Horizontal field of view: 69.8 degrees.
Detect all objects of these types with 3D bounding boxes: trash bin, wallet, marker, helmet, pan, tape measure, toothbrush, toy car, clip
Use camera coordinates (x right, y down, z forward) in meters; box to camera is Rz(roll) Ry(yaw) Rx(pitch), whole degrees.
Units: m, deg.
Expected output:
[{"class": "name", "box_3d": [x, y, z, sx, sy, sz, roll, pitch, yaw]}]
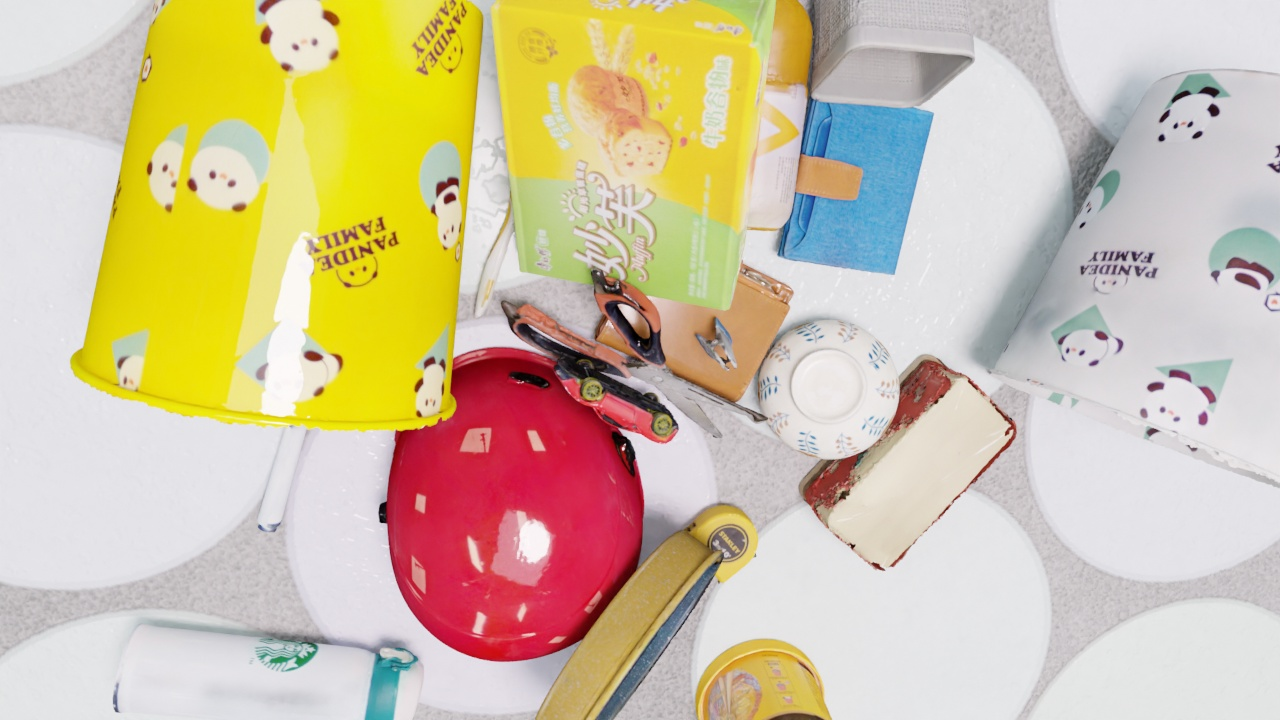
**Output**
[{"class": "trash bin", "box_3d": [-0.209, -0.107, 0.574, 0.229, 0.229, 0.255, 10, 98, -12]}, {"class": "wallet", "box_3d": [0.044, -0.037, 0.726, 0.131, 0.031, 0.108, 23, 102, -16]}, {"class": "marker", "box_3d": [-0.272, 0.074, 0.712, 0.022, 0.018, 0.131, 15, 102, -22]}, {"class": "helmet", "box_3d": [-0.097, 0.120, 0.691, 0.207, 0.144, 0.240, -14, 106, -3]}, {"class": "trash bin", "box_3d": [0.423, -0.060, 0.688, 0.229, 0.229, 0.252, 22, 96, -14]}, {"class": "pan", "box_3d": [-0.021, 0.290, 0.747, 0.078, 0.197, 0.358, 35, 124, 15]}, {"class": "wallet", "box_3d": [0.167, -0.138, 0.716, 0.106, 0.040, 0.133, 7, 102, -15]}, {"class": "tape measure", "box_3d": [0.070, 0.152, 0.783, 0.057, 0.029, 0.060, -40, 107, 4]}, {"class": "toothbrush", "box_3d": [-0.097, -0.121, 0.688, 0.018, 0.016, 0.191, 20, 101, -3]}, {"class": "toy car", "box_3d": [-0.020, 0.030, 0.692, 0.106, 0.049, 0.031, 29, 100, -20]}, {"class": "clip", "box_3d": [0.060, -0.008, 0.692, 0.045, 0.058, 0.027, -33, 115, 5]}]

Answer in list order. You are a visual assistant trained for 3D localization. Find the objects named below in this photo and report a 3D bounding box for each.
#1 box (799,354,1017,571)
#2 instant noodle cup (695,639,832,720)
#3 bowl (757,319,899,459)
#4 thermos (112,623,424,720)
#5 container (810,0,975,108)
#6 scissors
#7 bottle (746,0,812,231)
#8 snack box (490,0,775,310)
[{"class": "box", "box_3d": [0.222, 0.086, 0.762, 0.091, 0.080, 0.168, 40, 95, -18]}, {"class": "instant noodle cup", "box_3d": [0.117, 0.323, 0.793, 0.118, 0.114, 0.118, -3, 106, -9]}, {"class": "bowl", "box_3d": [0.147, 0.021, 0.720, 0.113, 0.062, 0.113, -1, 85, 10]}, {"class": "thermos", "box_3d": [-0.289, 0.255, 0.734, 0.224, 0.073, 0.073, 10, 103, -12]}, {"class": "container", "box_3d": [0.173, -0.251, 0.645, 0.090, 0.090, 0.114, 1, 83, -11]}, {"class": "scissors", "box_3d": [-0.004, 0.000, 0.702, 0.189, 0.015, 0.227, 6, 147, 21]}, {"class": "bottle", "box_3d": [0.087, -0.192, 0.671, 0.068, 0.068, 0.190, 3, 104, -10]}, {"class": "snack box", "box_3d": [-0.003, -0.139, 0.595, 0.158, 0.069, 0.210, 11, 138, 9]}]
